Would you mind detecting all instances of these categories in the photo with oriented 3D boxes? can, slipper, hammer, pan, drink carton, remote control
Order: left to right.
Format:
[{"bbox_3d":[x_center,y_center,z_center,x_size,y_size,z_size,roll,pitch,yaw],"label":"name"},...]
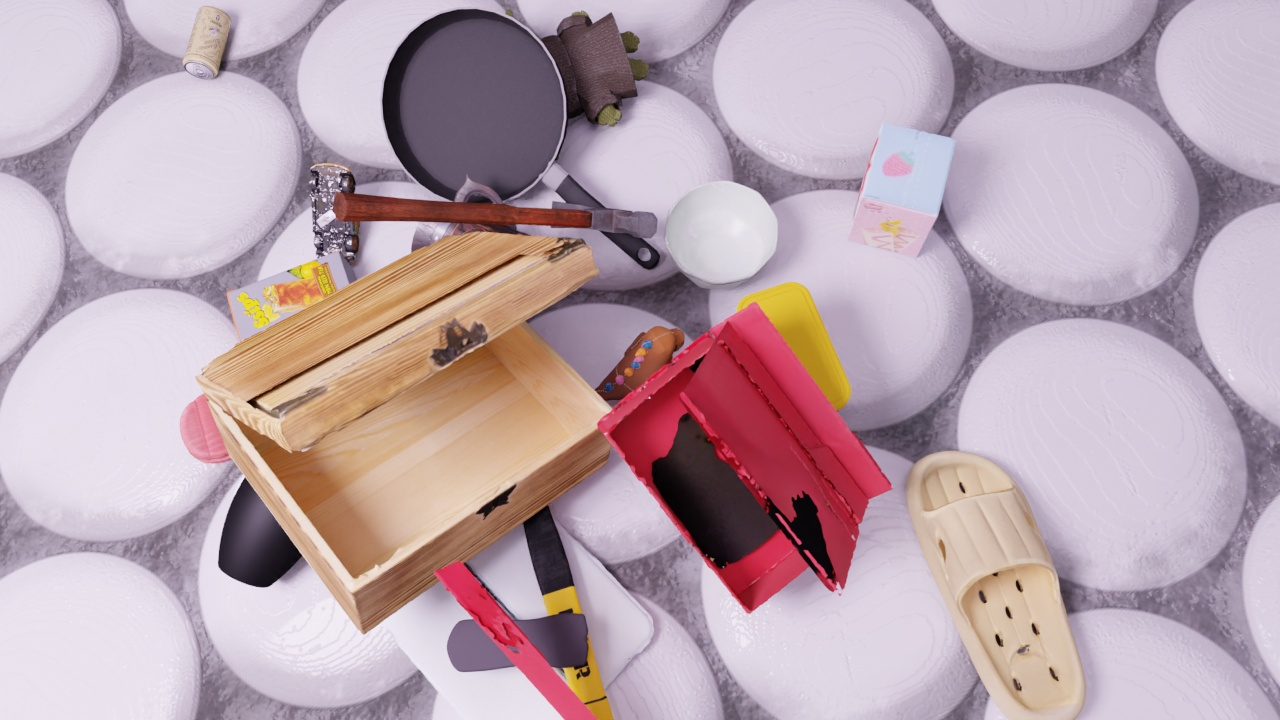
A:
[{"bbox_3d":[-0.516,-0.378,1.094,0.038,0.038,0.079,4,71,4],"label":"can"},{"bbox_3d":[-0.355,0.029,0.931,0.248,0.059,0.103,-19,71,-3],"label":"slipper"},{"bbox_3d":[-0.361,-0.058,0.966,0.125,0.048,0.076,-22,71,-5],"label":"drink carton"},{"bbox_3d":[-0.136,-0.137,0.863,0.300,0.111,0.028,-4,104,-37],"label":"hammer"},{"bbox_3d":[-0.108,0.248,0.807,0.124,0.009,0.046,-3,65,0],"label":"remote control"},{"bbox_3d":[-0.118,-0.221,0.988,0.355,0.044,0.204,40,107,-3],"label":"pan"},{"bbox_3d":[-0.070,0.240,0.831,0.169,0.034,0.324,-17,67,-7],"label":"hammer"},{"bbox_3d":[0.142,0.007,0.888,0.072,0.101,0.130,-18,71,-4],"label":"can"},{"bbox_3d":[0.330,0.197,0.825,0.111,0.079,0.261,-14,71,-6],"label":"slipper"}]

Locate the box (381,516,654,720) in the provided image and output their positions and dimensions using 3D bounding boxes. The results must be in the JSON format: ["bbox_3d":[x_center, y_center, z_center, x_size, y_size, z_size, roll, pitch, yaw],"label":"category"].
[{"bbox_3d":[-0.116,0.244,0.856,0.190,0.038,0.209,-43,75,-9],"label":"box"}]

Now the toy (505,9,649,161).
[{"bbox_3d":[-0.070,-0.323,1.029,0.153,0.078,0.179,-18,84,1],"label":"toy"}]

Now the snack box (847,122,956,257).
[{"bbox_3d":[0.268,-0.175,0.950,0.079,0.095,0.092,16,73,8],"label":"snack box"}]

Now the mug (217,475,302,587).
[{"bbox_3d":[-0.364,0.154,0.883,0.119,0.085,0.100,22,82,41],"label":"mug"}]

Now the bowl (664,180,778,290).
[{"bbox_3d":[0.083,-0.122,0.959,0.117,0.061,0.117,-1,71,2],"label":"bowl"}]

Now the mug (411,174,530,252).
[{"bbox_3d":[-0.166,-0.128,0.962,0.107,0.080,0.115,23,80,12],"label":"mug"}]

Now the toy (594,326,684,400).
[{"bbox_3d":[-0.005,0.005,0.898,0.102,0.090,0.070,-25,70,-28],"label":"toy"}]

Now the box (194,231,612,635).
[{"bbox_3d":[-0.203,0.005,0.777,0.278,0.265,0.269,-34,63,-28],"label":"box"}]

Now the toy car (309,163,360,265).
[{"bbox_3d":[-0.328,-0.159,0.996,0.047,0.047,0.112,4,110,2],"label":"toy car"}]

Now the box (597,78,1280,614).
[{"bbox_3d":[0.202,0.011,0.734,0.468,0.138,0.214,-35,99,15],"label":"box"}]
